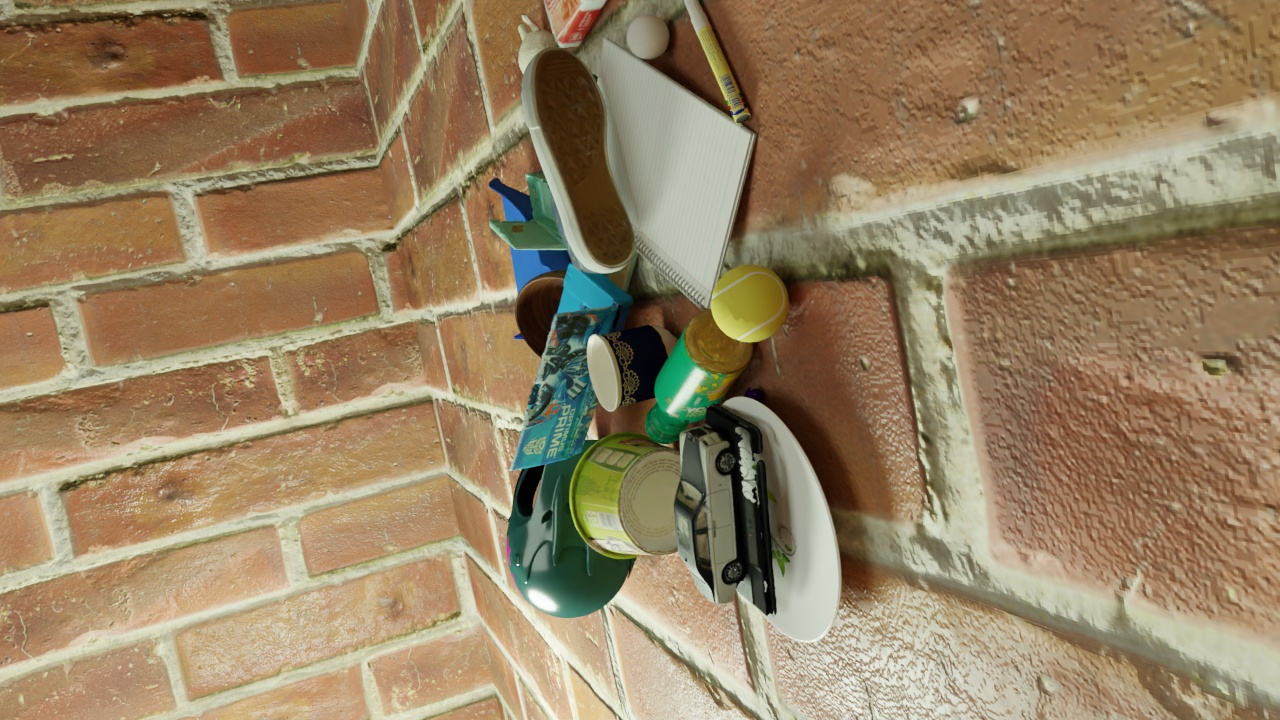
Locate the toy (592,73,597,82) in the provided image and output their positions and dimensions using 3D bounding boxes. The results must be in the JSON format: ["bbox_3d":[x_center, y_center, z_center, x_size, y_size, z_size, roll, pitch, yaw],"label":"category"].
[{"bbox_3d":[-0.036,-0.267,0.990,0.109,0.041,0.096,36,131,43],"label":"toy"}]

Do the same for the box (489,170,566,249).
[{"bbox_3d":[-0.140,-0.181,1.135,0.188,0.092,0.077,-138,34,-64],"label":"box"}]

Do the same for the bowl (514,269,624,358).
[{"bbox_3d":[-0.080,-0.061,1.171,0.147,0.068,0.147,14,131,17],"label":"bowl"}]

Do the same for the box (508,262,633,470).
[{"bbox_3d":[-0.104,0.013,1.085,0.094,0.115,0.244,41,130,28],"label":"box"}]

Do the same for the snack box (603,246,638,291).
[{"bbox_3d":[-0.053,-0.195,1.085,0.142,0.044,0.193,109,142,-56],"label":"snack box"}]

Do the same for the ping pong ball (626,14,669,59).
[{"bbox_3d":[0.007,-0.306,0.868,0.040,0.040,0.040,166,90,-69],"label":"ping pong ball"}]

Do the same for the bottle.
[{"bbox_3d":[0.049,0.028,0.926,0.210,0.068,0.068,118,135,-60],"label":"bottle"}]

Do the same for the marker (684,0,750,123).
[{"bbox_3d":[0.064,-0.261,0.787,0.014,0.014,0.132,123,130,-63],"label":"marker"}]

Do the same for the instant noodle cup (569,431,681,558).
[{"bbox_3d":[0.003,0.154,1.033,0.098,0.146,0.146,-5,98,58],"label":"instant noodle cup"}]

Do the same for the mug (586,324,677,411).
[{"bbox_3d":[-0.006,0.006,1.023,0.112,0.089,0.085,157,99,-69],"label":"mug"}]

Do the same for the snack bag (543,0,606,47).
[{"bbox_3d":[-0.074,-0.408,1.019,0.116,0.036,0.077,158,97,-69],"label":"snack bag"}]

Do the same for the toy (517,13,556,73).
[{"bbox_3d":[-0.131,-0.382,1.162,0.087,0.050,0.112,-26,82,69],"label":"toy"}]

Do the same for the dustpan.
[{"bbox_3d":[-0.129,-0.125,1.297,0.258,0.059,0.246,16,120,45],"label":"dustpan"}]

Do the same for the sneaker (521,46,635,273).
[{"bbox_3d":[-0.075,-0.197,0.939,0.079,0.087,0.235,-17,89,59],"label":"sneaker"}]

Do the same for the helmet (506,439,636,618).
[{"bbox_3d":[-0.093,0.225,1.277,0.200,0.176,0.275,-149,63,-68],"label":"helmet"}]

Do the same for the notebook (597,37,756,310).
[{"bbox_3d":[0.014,-0.184,0.893,0.245,0.013,0.178,46,137,40],"label":"notebook"}]

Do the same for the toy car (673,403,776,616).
[{"bbox_3d":[0.070,0.146,0.854,0.094,0.071,0.192,28,126,61],"label":"toy car"}]

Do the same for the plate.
[{"bbox_3d":[0.128,0.142,0.846,0.230,0.030,0.229,166,90,-69],"label":"plate"}]

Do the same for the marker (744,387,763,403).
[{"bbox_3d":[0.098,0.072,0.899,0.018,0.015,0.134,42,145,24],"label":"marker"}]

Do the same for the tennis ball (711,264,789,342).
[{"bbox_3d":[0.092,-0.048,0.773,0.065,0.065,0.065,166,90,-69],"label":"tennis ball"}]
